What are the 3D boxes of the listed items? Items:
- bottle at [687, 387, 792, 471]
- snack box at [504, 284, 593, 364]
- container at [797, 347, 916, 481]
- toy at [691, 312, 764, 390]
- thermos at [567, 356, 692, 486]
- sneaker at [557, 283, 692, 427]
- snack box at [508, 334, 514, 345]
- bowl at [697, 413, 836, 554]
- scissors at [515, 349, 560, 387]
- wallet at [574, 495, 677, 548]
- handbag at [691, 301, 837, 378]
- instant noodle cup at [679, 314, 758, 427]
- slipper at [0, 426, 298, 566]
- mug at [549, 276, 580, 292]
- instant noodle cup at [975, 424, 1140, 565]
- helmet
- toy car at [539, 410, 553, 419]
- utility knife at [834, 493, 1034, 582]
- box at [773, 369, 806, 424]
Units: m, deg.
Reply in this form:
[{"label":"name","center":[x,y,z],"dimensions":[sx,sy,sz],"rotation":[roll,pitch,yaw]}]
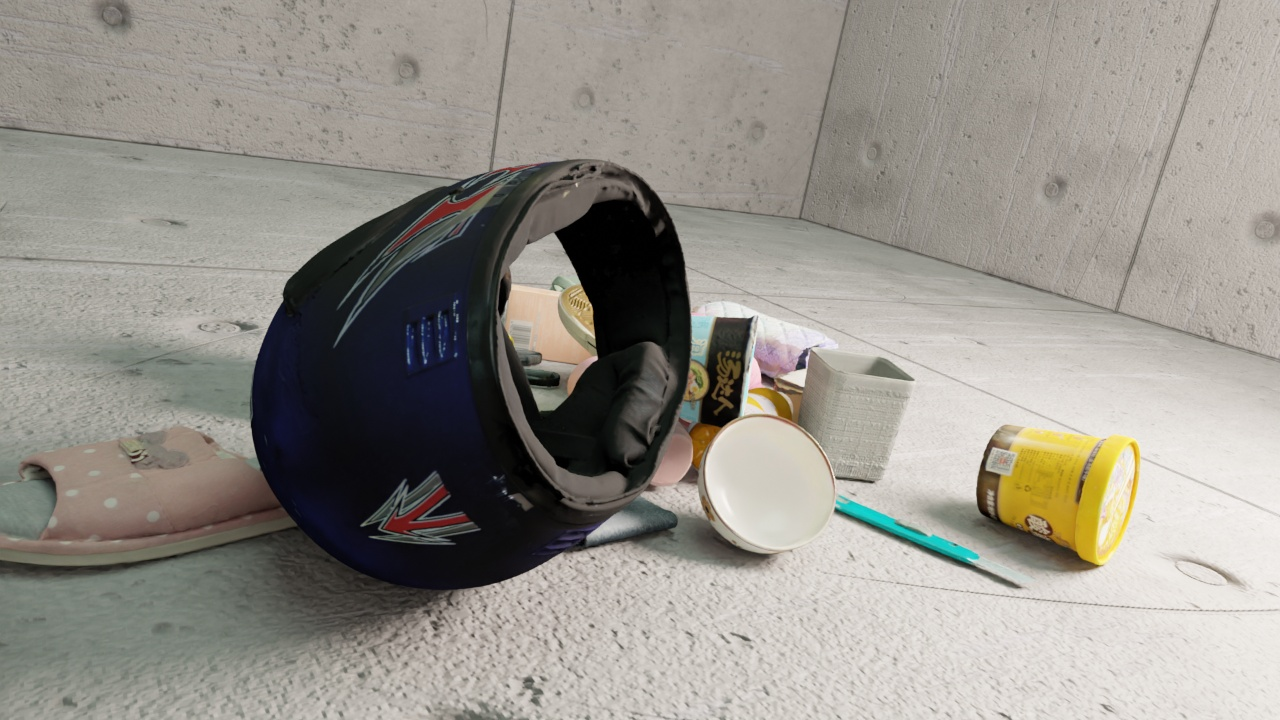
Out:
[{"label":"bottle","center":[0.108,0.067,0.926],"dimensions":[0.068,0.068,0.189],"rotation":[18,17,24]},{"label":"snack box","center":[-0.092,-0.041,1.148],"dimensions":[0.157,0.084,0.026],"rotation":[8,13,-9]},{"label":"container","center":[0.215,0.056,0.947],"dimensions":[0.090,0.114,0.090],"rotation":[8,16,-10]},{"label":"toy","center":[0.083,-0.004,1.088],"dimensions":[0.194,0.074,0.178],"rotation":[40,6,-18]},{"label":"thermos","center":[-0.020,0.061,0.889],"dimensions":[0.087,0.067,0.198],"rotation":[-27,27,-10]},{"label":"sneaker","center":[-0.006,0.006,1.038],"dimensions":[0.241,0.088,0.118],"rotation":[39,49,22]},{"label":"snack box","center":[-0.227,0.013,0.893],"dimensions":[0.210,0.070,0.157],"rotation":[6,15,-13]},{"label":"bowl","center":[0.096,0.107,0.752],"dimensions":[0.113,0.113,0.062],"rotation":[7,-27,-12]},{"label":"scissors","center":[-0.173,0.008,1.061],"dimensions":[0.159,0.014,0.180],"rotation":[17,19,30]},{"label":"wallet","center":[-0.044,0.116,0.750],"dimensions":[0.097,0.019,0.121],"rotation":[-1,18,-43]},{"label":"handbag","center":[0.169,-0.027,1.287],"dimensions":[0.194,0.076,0.134],"rotation":[20,18,34]},{"label":"instant noodle cup","center":[0.037,0.006,0.809],"dimensions":[0.120,0.111,0.111],"rotation":[8,15,8]},{"label":"slipper","center":[-0.304,0.081,0.627],"dimensions":[0.273,0.054,0.114],"rotation":[-2,20,-42]},{"label":"mug","center":[-0.072,-0.066,1.215],"dimensions":[0.106,0.082,0.112],"rotation":[29,-19,42]},{"label":"instant noodle cup","center":[0.388,0.117,0.860],"dimensions":[0.115,0.118,0.118],"rotation":[14,14,40]},{"label":"helmet","center":[-0.118,0.005,0.629],"dimensions":[0.241,0.247,0.314],"rotation":[-13,30,29]},{"label":"toy car","center":[-0.088,0.066,0.846],"dimensions":[0.036,0.043,0.091],"rotation":[2,0,33]},{"label":"utility knife","center":[0.247,0.154,0.810],"dimensions":[0.196,0.013,0.029],"rotation":[21,19,32]},{"label":"box","center":[0.222,0.050,1.079],"dimensions":[0.090,0.064,0.183],"rotation":[22,21,38]}]
